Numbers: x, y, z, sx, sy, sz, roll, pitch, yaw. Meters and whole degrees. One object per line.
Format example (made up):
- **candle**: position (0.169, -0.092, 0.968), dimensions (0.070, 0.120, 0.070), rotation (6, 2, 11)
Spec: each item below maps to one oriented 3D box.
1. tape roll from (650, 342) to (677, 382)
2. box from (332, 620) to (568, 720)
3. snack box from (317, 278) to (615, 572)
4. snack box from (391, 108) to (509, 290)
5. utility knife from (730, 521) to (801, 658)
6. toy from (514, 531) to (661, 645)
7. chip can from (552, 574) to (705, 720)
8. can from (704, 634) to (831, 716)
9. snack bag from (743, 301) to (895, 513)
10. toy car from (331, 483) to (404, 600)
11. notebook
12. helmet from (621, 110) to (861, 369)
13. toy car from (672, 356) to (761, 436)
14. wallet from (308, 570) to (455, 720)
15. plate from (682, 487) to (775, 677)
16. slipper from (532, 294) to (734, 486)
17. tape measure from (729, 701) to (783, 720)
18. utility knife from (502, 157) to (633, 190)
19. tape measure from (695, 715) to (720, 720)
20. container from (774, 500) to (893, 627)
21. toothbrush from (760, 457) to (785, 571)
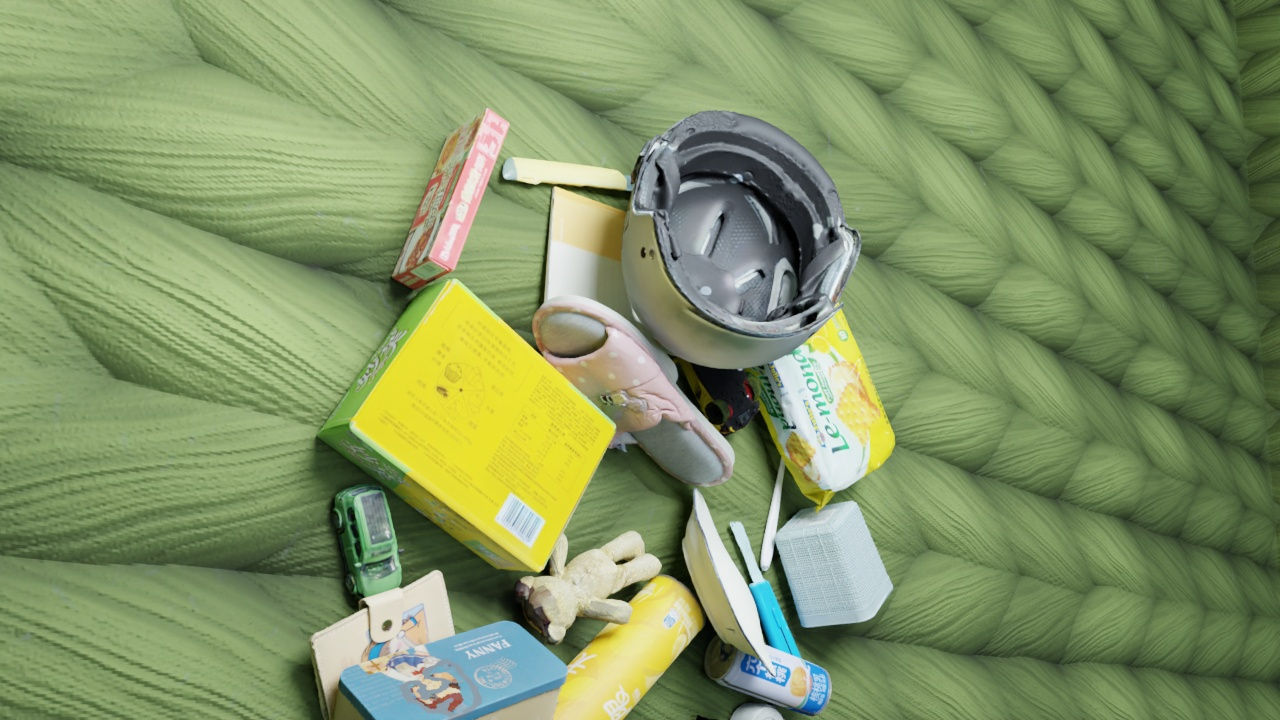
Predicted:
- **tape roll**: position (-0.005, 0.005, 0.887), dimensions (0.086, 0.086, 0.013), rotation (44, 56, -26)
- **box**: position (-0.140, 0.262, 0.709), dimensions (0.183, 0.090, 0.062), rotation (-6, 115, -49)
- **snack box**: position (-0.137, 0.058, 0.775), dimensions (0.210, 0.070, 0.157), rotation (44, 57, -26)
- **snack box**: position (-0.163, -0.138, 0.785), dimensions (0.025, 0.075, 0.152), rotation (30, 64, -32)
- **utility knife**: position (0.141, 0.274, 1.011), dimensions (0.034, 0.018, 0.218), rotation (-28, 100, -40)
- **toy**: position (-0.045, 0.202, 0.842), dimensions (0.156, 0.066, 0.105), rotation (-18, 62, -45)
- **chip can**: position (-0.029, 0.287, 0.827), dimensions (0.212, 0.072, 0.072), rotation (-37, 106, -39)
- **can**: position (0.134, 0.328, 0.960), dimensions (0.134, 0.053, 0.053), rotation (28, 65, -24)
- **snack bag**: position (0.196, 0.033, 1.052), dimensions (0.157, 0.068, 0.246), rotation (-22, 88, -43)
- **toy car**: position (-0.212, 0.143, 0.720), dimensions (0.043, 0.036, 0.091), rotation (-13, 95, -43)
- **notebook**: position (-0.003, -0.082, 0.930), dimensions (0.206, 0.010, 0.145), rotation (15, 65, -30)
- **helmet**: position (0.079, -0.098, 0.886), dimensions (0.230, 0.157, 0.273), rotation (22, 47, -12)
- **toy car**: position (0.075, 0.005, 0.985), dimensions (0.071, 0.041, 0.156), rotation (-31, 94, -40)
- **wallet**: position (-0.198, 0.217, 0.712), dimensions (0.114, 0.024, 0.087), rotation (-21, 120, -40)
- **plate**: position (0.079, 0.221, 0.910), dimensions (0.163, 0.034, 0.164), rotation (-98, 162, -71)
- **slipper**: position (-0.006, 0.044, 0.867), dimensions (0.274, 0.114, 0.054), rotation (49, 45, -32)
- **tape measure**: position (0.122, 0.394, 0.963), dimensions (0.065, 0.034, 0.066), rotation (-40, 110, -40)
- **utility knife**: position (-0.047, -0.185, 0.928), dimensions (0.215, 0.022, 0.031), rotation (-4, 69, -35)
- **tape measure**: position (0.076, 0.390, 0.919), dimensions (0.058, 0.039, 0.057), rotation (36, 61, -31)
- **container**: position (0.213, 0.226, 1.030), dimensions (0.090, 0.090, 0.111), rotation (-26, 96, -54)
- **toothbrush**: position (0.159, 0.152, 1.049), dimensions (0.016, 0.016, 0.179), rotation (29, 65, -32)
